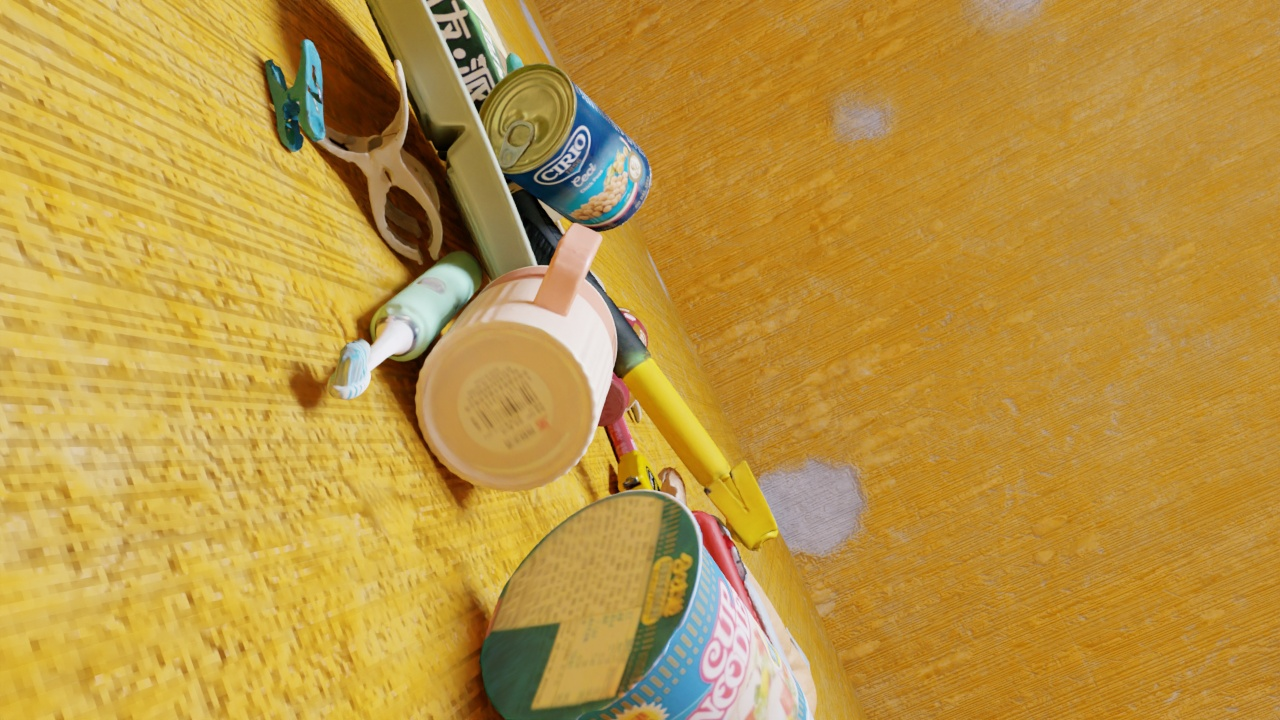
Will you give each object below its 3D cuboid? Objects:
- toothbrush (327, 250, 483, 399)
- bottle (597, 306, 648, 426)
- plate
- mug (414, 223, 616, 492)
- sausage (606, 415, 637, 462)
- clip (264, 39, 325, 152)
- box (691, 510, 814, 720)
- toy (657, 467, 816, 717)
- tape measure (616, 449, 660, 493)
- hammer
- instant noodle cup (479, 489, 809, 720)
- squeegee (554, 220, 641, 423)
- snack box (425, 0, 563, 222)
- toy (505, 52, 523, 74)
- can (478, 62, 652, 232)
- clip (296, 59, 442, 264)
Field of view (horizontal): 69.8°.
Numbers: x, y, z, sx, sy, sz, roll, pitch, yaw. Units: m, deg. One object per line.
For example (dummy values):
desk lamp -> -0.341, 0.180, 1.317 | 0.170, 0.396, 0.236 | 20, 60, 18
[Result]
toothbrush -> -0.101, -0.020, 0.412 | 0.224, 0.026, 0.027 | -90, -164, -74
bottle -> -0.025, 0.004, 0.754 | 0.057, 0.057, 0.174 | 63, 11, -15
plate -> -0.110, -0.126, 0.541 | 0.230, 0.027, 0.230 | 63, -8, 16
mug -> -0.048, -0.008, 0.429 | 0.081, 0.115, 0.105 | 25, 16, -5
sausage -> -0.010, 0.080, 0.780 | 0.155, 0.020, 0.020 | 67, 7, 26
clip -> -0.150, -0.116, 0.402 | 0.014, 0.041, 0.056 | 46, 23, -62
box -> 0.049, 0.192, 0.543 | 0.068, 0.090, 0.201 | 88, -19, -64
toy -> 0.053, 0.175, 0.663 | 0.226, 0.082, 0.143 | 61, -5, -10
tape measure -> -0.001, 0.104, 0.722 | 0.057, 0.029, 0.060 | 61, 7, -18
hammer -> -0.004, 0.004, 0.633 | 0.300, 0.033, 0.129 | 53, -5, 11
instant noodle cup -> 0.010, 0.121, 0.359 | 0.110, 0.099, 0.099 | 49, 14, -30
squeegee -> -0.062, -0.074, 0.869 | 0.246, 0.039, 0.246 | 66, 7, 16
snack box -> -0.136, -0.225, 0.741 | 0.240, 0.063, 0.114 | 66, 7, 11
toy -> -0.068, -0.177, 0.690 | 0.091, 0.030, 0.096 | -32, 102, -78
can -> -0.049, -0.140, 0.625 | 0.111, 0.075, 0.075 | 27, 36, -59
clip -> -0.127, -0.092, 0.450 | 0.098, 0.064, 0.034 | 68, 3, -46
